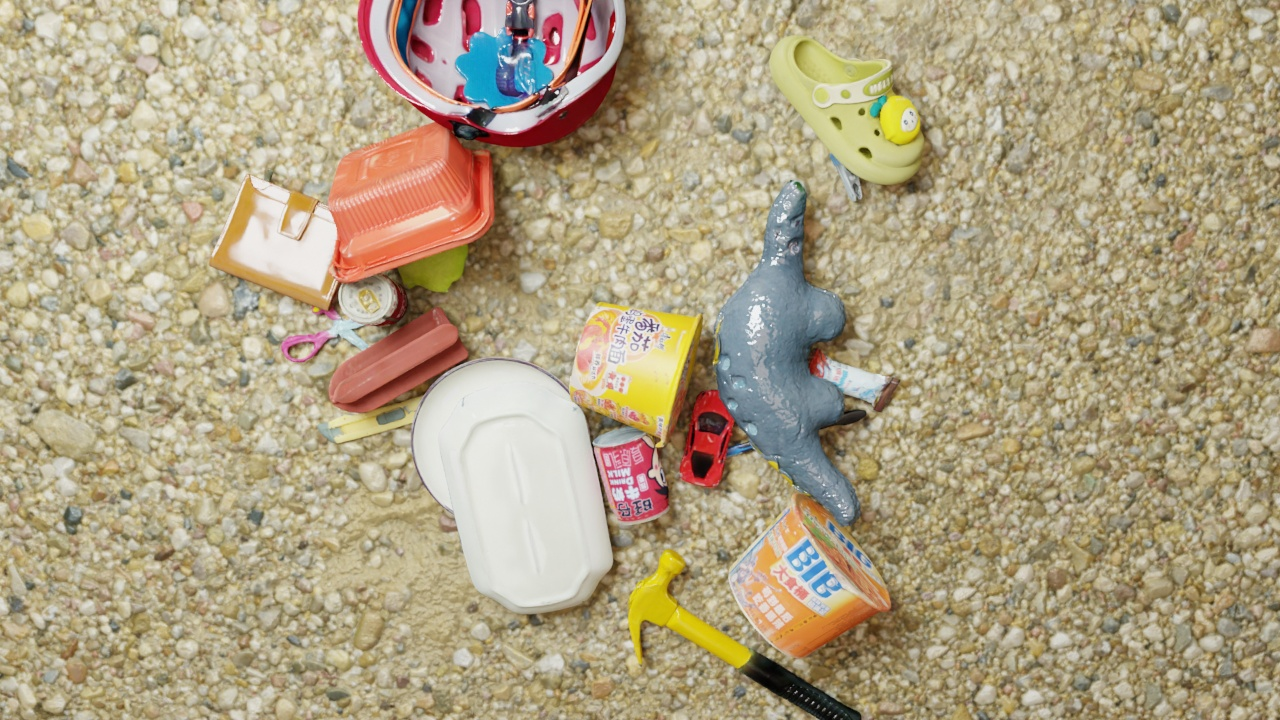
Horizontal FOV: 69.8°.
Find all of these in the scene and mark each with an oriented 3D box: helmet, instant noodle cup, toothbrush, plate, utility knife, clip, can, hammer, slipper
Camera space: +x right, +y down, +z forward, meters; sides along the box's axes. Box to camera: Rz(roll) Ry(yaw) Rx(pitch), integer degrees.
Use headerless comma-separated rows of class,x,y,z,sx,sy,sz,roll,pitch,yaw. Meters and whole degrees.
helmet,-0.133,-0.297,0.882,0.240,0.144,0.206,3,79,1
instant noodle cup,-0.227,-0.161,0.885,0.164,0.188,0.079,-20,127,3
toothbrush,0.156,0.083,1.010,0.189,0.016,0.014,-17,104,7
plate,-0.122,0.155,0.974,0.162,0.034,0.266,-9,104,1
plate,-0.150,0.087,0.997,0.192,0.039,0.192,0,103,-1
utility knife,-0.264,0.056,1.014,0.190,0.020,0.031,-18,104,-1
clip,0.218,-0.193,0.956,0.043,0.027,0.058,-20,99,-4
can,-0.269,-0.062,0.928,0.053,0.133,0.053,0,91,-8
instant noodle cup,0.173,0.233,0.971,0.151,0.151,0.111,44,106,-6
hammer,0.118,0.340,1.041,0.300,0.033,0.129,32,99,-4
instant noodle cup,-0.006,0.006,0.942,0.110,0.138,0.138,15,99,7
slipper,0.212,-0.257,0.905,0.190,0.082,0.091,44,59,-1
can,-0.008,0.123,0.991,0.066,0.066,0.094,-14,99,3

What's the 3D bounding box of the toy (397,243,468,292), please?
toy,-0.217,-0.122,0.972,0.097,0.031,0.100,-21,98,2

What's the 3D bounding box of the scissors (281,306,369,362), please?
scissors,-0.335,-0.033,0.998,0.133,0.017,0.130,43,94,-9

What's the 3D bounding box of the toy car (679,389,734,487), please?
toy car,0.074,0.084,0.997,0.049,0.031,0.106,14,92,5

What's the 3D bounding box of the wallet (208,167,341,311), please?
wallet,-0.370,-0.130,0.969,0.130,0.035,0.119,21,92,-6

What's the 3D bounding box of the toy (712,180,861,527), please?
toy,0.144,-0.002,0.948,0.138,0.091,0.356,-6,94,22

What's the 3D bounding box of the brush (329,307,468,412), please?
brush,-0.256,0.005,0.953,0.145,0.069,0.063,-32,96,-16

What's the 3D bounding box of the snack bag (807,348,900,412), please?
snack bag,0.224,0.022,0.990,0.104,0.026,0.048,23,113,-1
